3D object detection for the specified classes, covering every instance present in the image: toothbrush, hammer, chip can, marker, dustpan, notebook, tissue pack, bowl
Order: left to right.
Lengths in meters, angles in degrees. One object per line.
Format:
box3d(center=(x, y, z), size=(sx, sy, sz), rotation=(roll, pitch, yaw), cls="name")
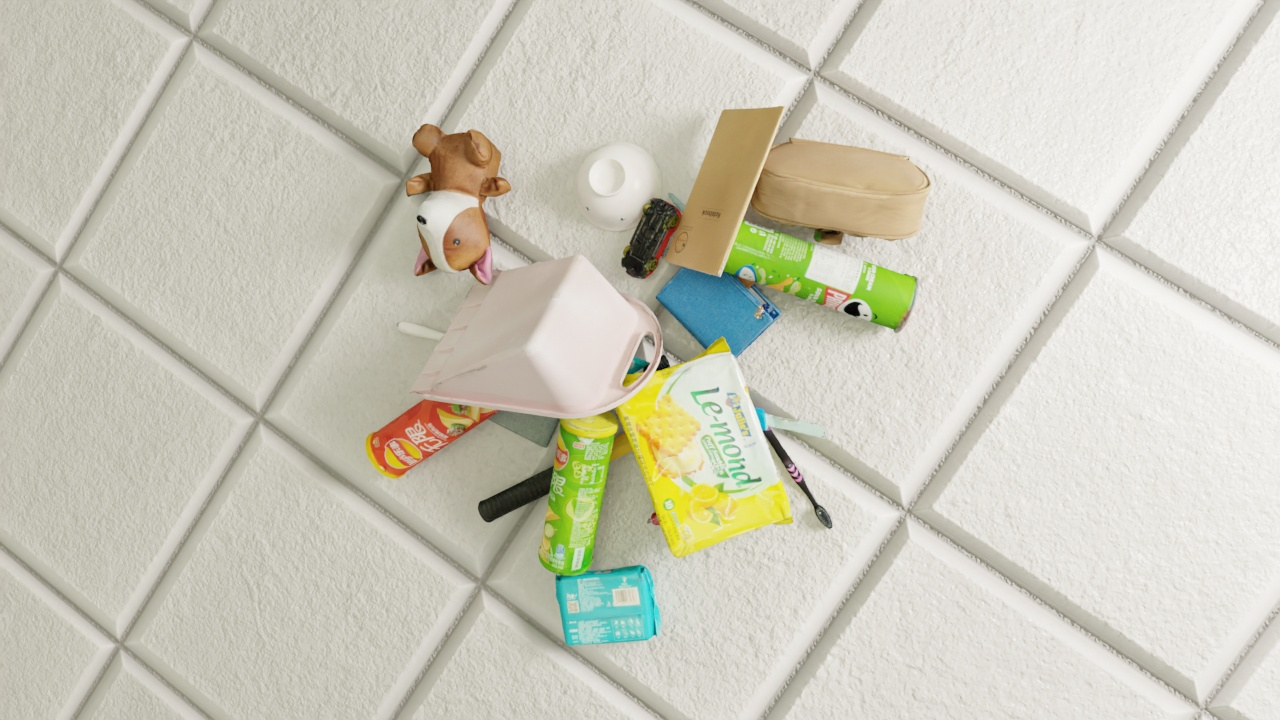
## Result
box3d(center=(-0.258, 0.075, 1.200), size=(0.217, 0.073, 0.073), rotation=(-31, 83, 18), cls="chip can")
box3d(center=(-0.255, -0.029, 1.233), size=(0.180, 0.016, 0.016), rotation=(14, 84, 21), cls="toothbrush")
box3d(center=(-0.119, -0.014, 1.138), size=(0.274, 0.139, 0.221), rotation=(-10, 43, 41), cls="dustpan")
box3d(center=(-0.080, 0.165, 1.144), size=(0.072, 0.072, 0.222), rotation=(15, 114, 10), cls="chip can")
box3d(center=(-0.078, 0.136, 1.194), size=(0.301, 0.032, 0.129), rotation=(-27, 97, 12), cls="hammer")
box3d(center=(-0.045, 0.316, 1.183), size=(0.133, 0.050, 0.093), rotation=(-8, 90, 11), cls="tissue pack")
box3d(center=(-0.036, -0.230, 1.184), size=(0.118, 0.064, 0.118), rotation=(0, 89, 10), cls="bowl")
box3d(center=(-0.017, 0.035, 1.192), size=(0.131, 0.018, 0.022), rotation=(-35, 103, 16), cls="marker")
box3d(center=(0.099, -0.208, 1.116), size=(0.008, 0.148, 0.208), rotation=(19, 95, -26), cls="notebook")
box3d(center=(0.188, 0.132, 1.160), size=(0.014, 0.017, 0.189), rotation=(-34, 82, 7), cls="toothbrush")
box3d(center=(0.213, -0.105, 1.112), size=(0.236, 0.072, 0.072), rotation=(19, 92, 1), cls="chip can")

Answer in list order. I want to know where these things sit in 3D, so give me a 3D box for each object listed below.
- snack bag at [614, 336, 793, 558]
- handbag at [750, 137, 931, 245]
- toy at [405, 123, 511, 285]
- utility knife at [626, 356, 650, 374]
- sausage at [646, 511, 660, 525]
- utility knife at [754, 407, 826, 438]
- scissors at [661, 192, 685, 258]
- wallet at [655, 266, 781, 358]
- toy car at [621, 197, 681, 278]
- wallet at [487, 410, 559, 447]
box3d(center=(0.073, 0.111, 1.120), size=(0.158, 0.068, 0.246), rotation=(-20, 92, 0), cls="snack bag")
box3d(center=(0.238, -0.202, 1.102), size=(0.204, 0.147, 0.100), rotation=(13, 126, 11), cls="handbag")
box3d(center=(-0.243, -0.203, 1.198), size=(0.140, 0.130, 0.200), rotation=(13, 101, 27), cls="toy")
box3d(center=(-0.007, 0.007, 1.200), size=(0.176, 0.013, 0.029), rotation=(22, 104, 10), cls="utility knife")
box3d(center=(0.082, 0.187, 1.177), size=(0.156, 0.020, 0.020), rotation=(-17, 86, 9), cls="sausage")
box3d(center=(0.128, 0.070, 1.165), size=(0.218, 0.018, 0.034), rotation=(12, 109, 13), cls="utility knife")
box3d(center=(0.082, -0.171, 1.187), size=(0.133, 0.017, 0.134), rotation=(-38, 83, 12), cls="scissors")
box3d(center=(0.099, -0.072, 1.168), size=(0.133, 0.040, 0.106), rotation=(46, 108, 7), cls="wallet")
box3d(center=(0.013, -0.156, 1.188), size=(0.049, 0.031, 0.106), rotation=(33, 103, 29), cls="toy car")
box3d(center=(-0.144, 0.035, 1.214), size=(0.106, 0.037, 0.130), rotation=(25, 93, 9), cls="wallet")
